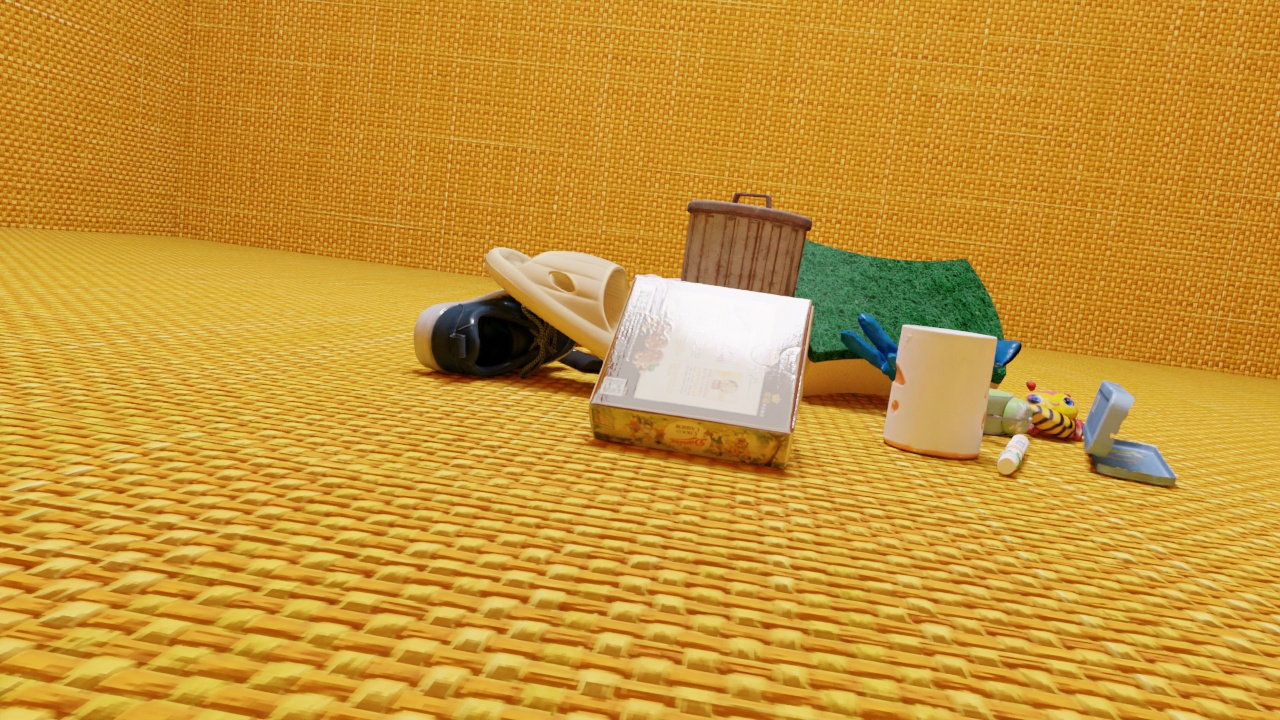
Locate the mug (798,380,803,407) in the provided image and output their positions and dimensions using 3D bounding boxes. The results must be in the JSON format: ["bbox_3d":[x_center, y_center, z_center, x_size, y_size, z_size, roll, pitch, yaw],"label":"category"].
[{"bbox_3d":[0.082,0.028,0.772,0.096,0.079,0.111,4,35,-24],"label":"mug"}]

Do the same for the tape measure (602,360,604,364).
[{"bbox_3d":[-0.006,0.006,0.994,0.065,0.036,0.058,7,6,3],"label":"tape measure"}]

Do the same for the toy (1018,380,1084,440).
[{"bbox_3d":[0.441,0.058,0.992,0.084,0.046,0.103,32,24,14],"label":"toy"}]

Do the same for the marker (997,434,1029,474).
[{"bbox_3d":[0.320,0.080,0.788,0.017,0.017,0.145,10,7,26],"label":"marker"}]

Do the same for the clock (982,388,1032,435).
[{"bbox_3d":[0.351,0.051,0.963,0.094,0.042,0.119,4,8,-15],"label":"clock"}]

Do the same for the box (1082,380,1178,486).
[{"bbox_3d":[0.463,0.070,0.862,0.079,0.073,0.210,25,12,22],"label":"box"}]

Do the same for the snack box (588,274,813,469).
[{"bbox_3d":[0.050,0.004,0.694,0.147,0.041,0.142,9,47,10],"label":"snack box"}]

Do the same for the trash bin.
[{"bbox_3d":[0.101,-0.069,0.965,0.131,0.211,0.131,9,5,-1],"label":"trash bin"}]

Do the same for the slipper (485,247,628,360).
[{"bbox_3d":[-0.038,-0.054,0.901,0.261,0.079,0.111,36,15,11],"label":"slipper"}]

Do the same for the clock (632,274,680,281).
[{"bbox_3d":[0.069,-0.064,1.264,0.160,0.086,0.131,13,-26,11],"label":"clock"}]

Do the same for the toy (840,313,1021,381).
[{"bbox_3d":[0.284,0.007,0.936,0.176,0.112,0.071,25,-24,45],"label":"toy"}]

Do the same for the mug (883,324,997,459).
[{"bbox_3d":[0.262,0.026,0.804,0.082,0.105,0.082,7,6,-1],"label":"mug"}]

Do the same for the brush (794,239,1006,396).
[{"bbox_3d":[0.289,-0.042,1.086,0.250,0.075,0.194,6,47,-5],"label":"brush"}]

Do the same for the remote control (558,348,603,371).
[{"bbox_3d":[-0.078,-0.004,1.091,0.033,0.015,0.147,4,7,-26],"label":"remote control"}]

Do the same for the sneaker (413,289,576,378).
[{"bbox_3d":[-0.125,-0.027,0.941,0.087,0.089,0.235,7,11,33],"label":"sneaker"}]
